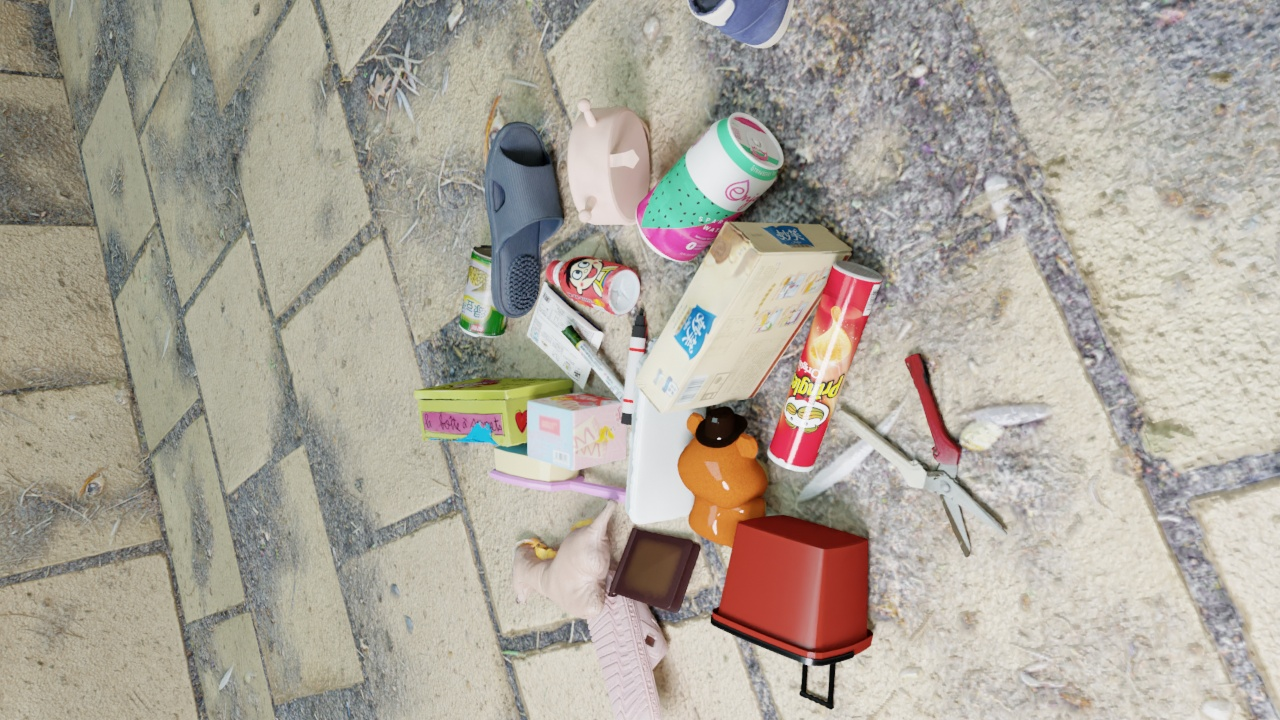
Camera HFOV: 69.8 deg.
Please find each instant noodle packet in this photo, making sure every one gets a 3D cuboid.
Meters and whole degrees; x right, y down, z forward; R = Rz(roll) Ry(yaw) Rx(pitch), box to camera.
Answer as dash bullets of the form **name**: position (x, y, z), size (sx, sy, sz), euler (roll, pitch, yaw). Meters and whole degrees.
- **instant noodle packet**: position (-0.104, -0.035, 1.235), size (0.134, 0.026, 0.087), euler (41, 123, 33)

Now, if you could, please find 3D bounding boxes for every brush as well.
- **brush**: position (-0.097, 0.149, 1.221), size (0.229, 0.089, 0.043), euler (7, 96, 32)

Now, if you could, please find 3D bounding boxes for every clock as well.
- **clock**: position (-0.023, -0.221, 1.045), size (0.086, 0.160, 0.131), euler (2, 97, 14)

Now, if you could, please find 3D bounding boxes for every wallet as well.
- **wallet**: position (0.015, 0.259, 1.134), size (0.116, 0.018, 0.091), euler (1, 64, 47)

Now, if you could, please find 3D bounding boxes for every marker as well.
- **marker**: position (-0.050, 0.012, 1.174), size (0.146, 0.017, 0.017), euler (49, 128, 14)
- **marker**: position (-0.007, 0.007, 1.137), size (0.019, 0.019, 0.145), euler (10, 94, 44)

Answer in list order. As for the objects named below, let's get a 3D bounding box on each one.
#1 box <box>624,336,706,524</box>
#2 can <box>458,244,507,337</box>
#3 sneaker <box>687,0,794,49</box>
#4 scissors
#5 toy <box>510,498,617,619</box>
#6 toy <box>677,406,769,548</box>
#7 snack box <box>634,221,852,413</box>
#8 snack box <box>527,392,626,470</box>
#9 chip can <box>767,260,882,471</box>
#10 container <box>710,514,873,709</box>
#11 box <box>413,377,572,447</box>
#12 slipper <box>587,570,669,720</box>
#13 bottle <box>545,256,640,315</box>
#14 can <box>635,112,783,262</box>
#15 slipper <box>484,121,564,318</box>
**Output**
- **box**: position (0.016, 0.084, 1.076), size (0.130, 0.105, 0.211), euler (14, 105, 47)
- **can**: position (-0.217, -0.098, 1.312), size (0.067, 0.067, 0.121), euler (32, 117, 38)
- **sneaker**: position (0.109, -0.434, 0.897), size (0.091, 0.118, 0.233), euler (34, 119, 37)
- **scissors**: position (0.268, 0.086, 0.884), size (0.180, 0.015, 0.196), euler (7, 101, 43)
- **toy**: position (-0.109, 0.263, 1.248), size (0.265, 0.065, 0.196), euler (7, 84, 62)
- **toy**: position (0.090, 0.132, 1.016), size (0.112, 0.096, 0.176), euler (25, 141, 41)
- **snack box**: position (0.103, -0.044, 0.933), size (0.055, 0.153, 0.208), euler (50, 127, 29)
- **snack box**: position (-0.081, 0.088, 1.181), size (0.093, 0.094, 0.079), euler (9, 101, 45)
- **chip can**: position (0.185, 0.008, 0.930), size (0.052, 0.051, 0.215), euler (33, 118, 38)
- **container**: position (0.159, 0.273, 0.951), size (0.148, 0.126, 0.201), euler (10, 96, 44)
- **box**: position (-0.205, 0.068, 1.286), size (0.221, 0.124, 0.083), euler (-4, 95, 47)
- **slipper**: position (-0.005, 0.377, 1.165), size (0.094, 0.064, 0.239), euler (-50, 45, 39)
- **bottle**: position (-0.066, -0.101, 1.163), size (0.138, 0.061, 0.062), euler (19, 109, 41)
- **can**: position (0.072, -0.184, 0.992), size (0.166, 0.088, 0.088), euler (-41, 67, 41)
- **slipper**: position (-0.143, -0.178, 1.214), size (0.083, 0.101, 0.264), euler (19, 115, 35)
